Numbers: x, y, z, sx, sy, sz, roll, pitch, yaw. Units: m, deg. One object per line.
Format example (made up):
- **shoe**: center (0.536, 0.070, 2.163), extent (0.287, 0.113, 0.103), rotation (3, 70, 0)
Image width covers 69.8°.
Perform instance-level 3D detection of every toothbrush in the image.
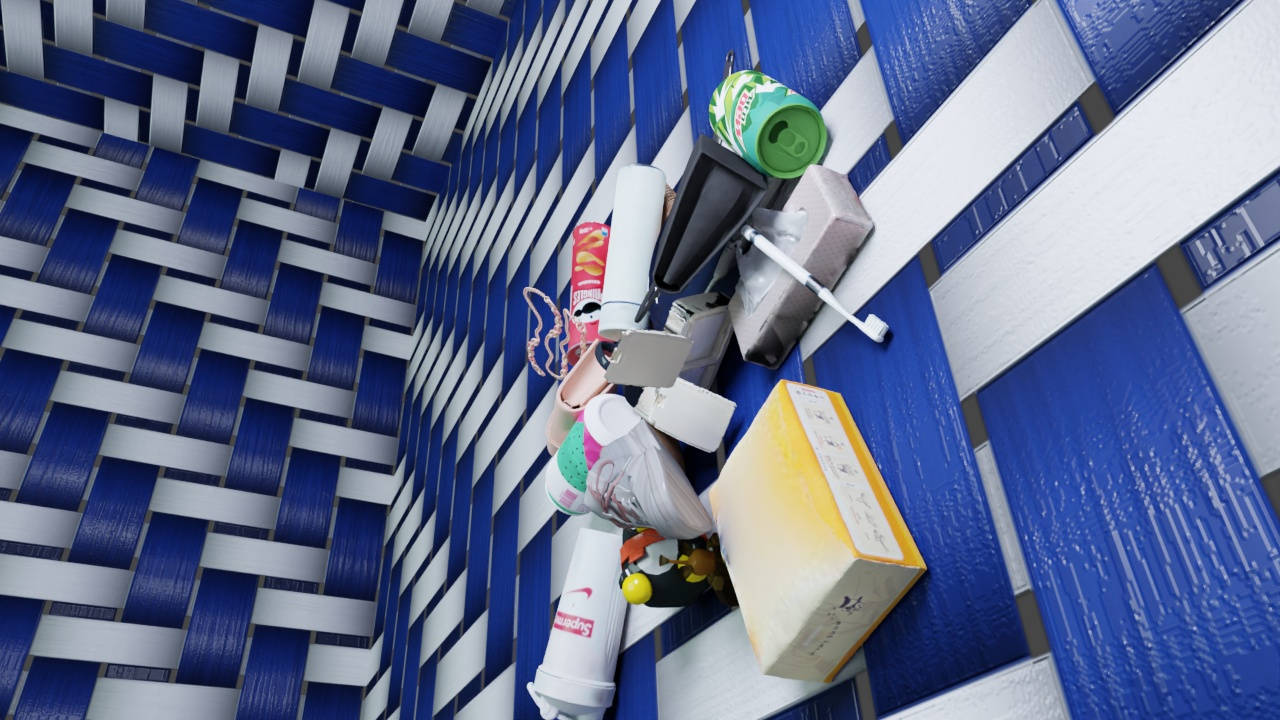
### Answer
- **toothbrush**: center (0.148, -0.073, 0.801), extent (0.187, 0.012, 0.017), rotation (47, 114, 39)
- **toothbrush**: center (0.099, -0.117, 0.980), extent (0.022, 0.024, 0.186), rotation (41, 103, 45)

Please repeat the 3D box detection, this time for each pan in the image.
- **pan**: center (0.081, -0.188, 1.078), extent (0.199, 0.021, 0.356), rotation (8, 89, 60)

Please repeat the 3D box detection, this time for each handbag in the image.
- **handbag**: center (-0.124, 0.033, 1.236), extent (0.116, 0.187, 0.199), rotation (-48, -12, -29)
- **handbag**: center (0.043, -0.121, 0.943), extent (0.196, 0.072, 0.175), rotation (-59, 6, 18)

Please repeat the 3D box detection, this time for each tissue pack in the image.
- **tissue pack**: center (0.136, -0.091, 0.874), extent (0.103, 0.071, 0.182), rotation (-102, 29, -46)

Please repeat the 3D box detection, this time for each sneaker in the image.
- **sneaker**: center (-0.004, 0.125, 0.853), extent (0.089, 0.099, 0.236), rotation (-37, 9, 1)

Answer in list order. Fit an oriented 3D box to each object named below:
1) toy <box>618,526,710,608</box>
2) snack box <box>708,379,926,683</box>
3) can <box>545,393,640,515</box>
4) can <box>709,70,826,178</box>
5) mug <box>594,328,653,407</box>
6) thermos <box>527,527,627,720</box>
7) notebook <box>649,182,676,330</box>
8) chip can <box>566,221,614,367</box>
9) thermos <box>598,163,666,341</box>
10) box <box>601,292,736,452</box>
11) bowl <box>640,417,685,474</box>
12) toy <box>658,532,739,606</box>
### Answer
- **toy**: center (0.023, 0.190, 0.930), extent (0.097, 0.100, 0.119), rotation (-24, 55, 7)
- **snack box**: center (0.124, 0.133, 0.740), extent (0.195, 0.080, 0.145), rotation (-104, 33, -50)
- **can**: center (-0.056, 0.120, 1.144), extent (0.166, 0.088, 0.088), rotation (124, 151, -42)
- **can**: center (0.130, -0.245, 0.949), extent (0.144, 0.083, 0.083), rotation (-116, 45, -58)
- **mug**: center (-0.007, 0.007, 1.107), extent (0.071, 0.105, 0.077), rotation (-59, 27, 26)
- **thermos**: center (-0.064, 0.313, 1.086), extent (0.099, 0.099, 0.220), rotation (-18, 57, 65)
- **notebook**: center (0.019, -0.145, 1.248), extent (0.210, 0.022, 0.169), rotation (-117, 44, -59)
- **chip can**: center (-0.071, -0.100, 1.377), extent (0.073, 0.073, 0.232), rotation (130, 147, -49)
- **thermos**: center (-0.010, -0.139, 1.195), extent (0.068, 0.068, 0.229), rotation (156, 124, -64)
- **box**: center (0.045, 0.024, 0.929), extent (0.101, 0.193, 0.144), rotation (35, 121, 30)
- **bowl**: center (0.028, 0.111, 1.027), extent (0.118, 0.030, 0.118), rotation (169, 91, -81)
- **toy**: center (0.067, 0.183, 0.830), extent (0.063, 0.100, 0.076), rotation (128, 147, -58)
